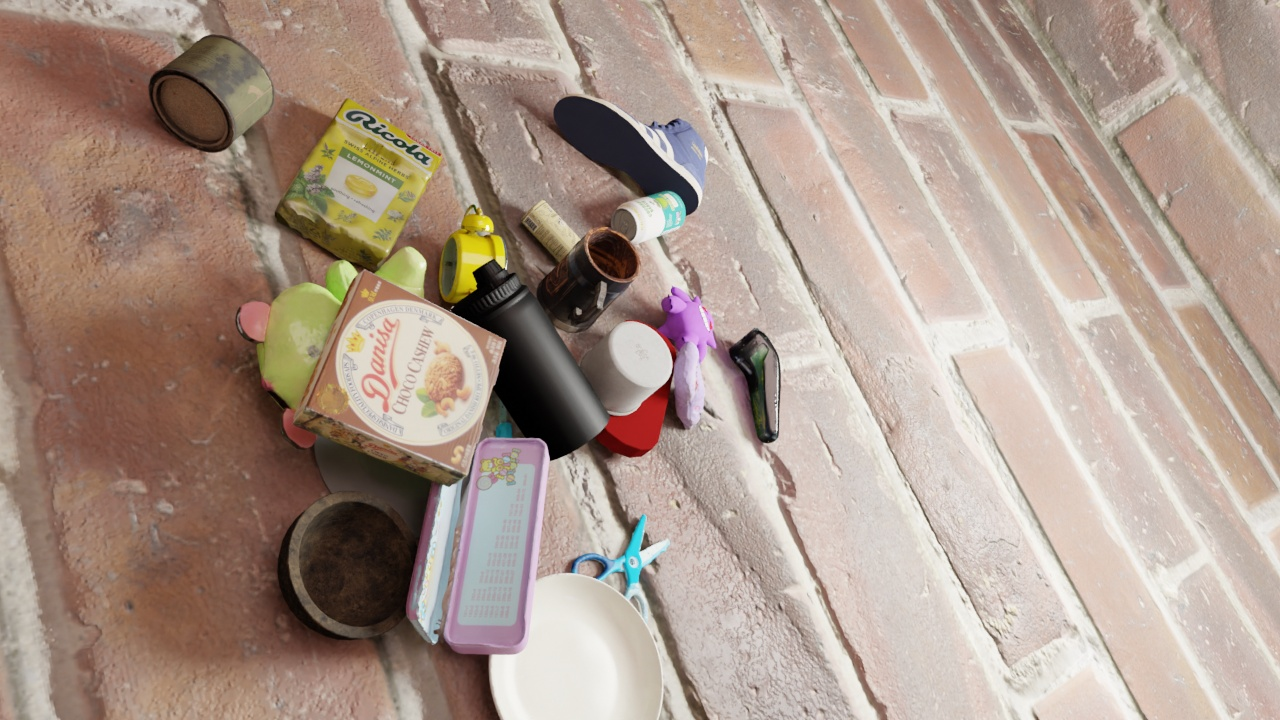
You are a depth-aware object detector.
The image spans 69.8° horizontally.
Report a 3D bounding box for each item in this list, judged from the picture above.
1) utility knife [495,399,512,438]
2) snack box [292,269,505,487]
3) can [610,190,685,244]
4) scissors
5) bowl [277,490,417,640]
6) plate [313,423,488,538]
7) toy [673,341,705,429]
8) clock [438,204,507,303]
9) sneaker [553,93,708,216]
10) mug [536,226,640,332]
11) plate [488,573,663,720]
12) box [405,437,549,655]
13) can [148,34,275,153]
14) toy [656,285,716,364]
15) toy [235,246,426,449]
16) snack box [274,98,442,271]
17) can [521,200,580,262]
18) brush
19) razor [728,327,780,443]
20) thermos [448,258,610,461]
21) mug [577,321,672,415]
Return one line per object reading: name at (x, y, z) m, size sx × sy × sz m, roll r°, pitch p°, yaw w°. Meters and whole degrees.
utility knife at (-0.138, 0.084, 0.942) m, size 0.022 × 0.015 × 0.166 m, roll 15°, pitch 55°, yaw -30°
snack box at (-0.203, 0.016, 0.793) m, size 0.147 × 0.041 × 0.142 m, roll 27°, pitch 54°, yaw -23°
can at (0.011, -0.188, 1.209) m, size 0.101 × 0.055 × 0.055 m, roll -26°, pitch 79°, yaw -44°
scissors at (-0.020, 0.209, 0.954) m, size 0.118 × 0.013 × 0.139 m, roll 31°, pitch 50°, yaw -16°
bowl at (-0.250, 0.175, 0.765) m, size 0.121 × 0.056 × 0.121 m, roll 29°, pitch 47°, yaw -37°
plate at (-0.221, 0.083, 0.882) m, size 0.178 × 0.012 × 0.178 m, roll 19°, pitch 52°, yaw -27°
toy at (0.058, 0.027, 1.082) m, size 0.036 × 0.100 × 0.080 m, roll 1°, pitch 54°, yaw 6°
clock at (-0.180, -0.109, 0.989) m, size 0.057 × 0.083 × 0.118 m, roll 6°, pitch 73°, yaw -27°
sneaker at (0.002, -0.311, 1.259) m, size 0.233 × 0.092 × 0.118 m, roll 35°, pitch 47°, yaw -12°
mug at (-0.061, -0.079, 1.044) m, size 0.080 × 0.107 × 0.115 m, roll 26°, pitch 49°, yaw -22°
plate at (-0.063, 0.291, 0.850) m, size 0.182 × 0.034 × 0.182 m, roll 19°, pitch 52°, yaw -27°
box at (-0.139, 0.145, 0.823) m, size 0.090 × 0.091 × 0.213 m, roll 1°, pitch 53°, yaw 4°
can at (-0.420, -0.261, 0.902) m, size 0.090 × 0.090 × 0.074 m, roll 35°, pitch 47°, yaw -14°
toy at (0.059, -0.044, 1.152) m, size 0.087 × 0.056 × 0.106 m, roll -12°, pitch 80°, yaw -46°
toy at (-0.273, -0.016, 0.852) m, size 0.196 × 0.107 × 0.150 m, roll -27°, pitch 93°, yaw -36°
snack box at (-0.298, -0.189, 0.979) m, size 0.121 × 0.045 × 0.180 m, roll 30°, pitch 48°, yaw -18°
can at (-0.104, -0.152, 1.109) m, size 0.079 × 0.038 × 0.038 m, roll 47°, pitch 45°, yaw -2°
brush at (-0.013, 0.034, 1.053) m, size 0.082 × 0.042 × 0.173 m, roll 30°, pitch 48°, yaw -18°
razor at (0.149, 0.033, 1.179) m, size 0.067 × 0.054 × 0.151 m, roll 7°, pitch 64°, yaw -22°
thermos at (-0.118, -0.003, 0.927) m, size 0.198 × 0.086 × 0.085 m, roll 59°, pitch 43°, yaw -15°
mug at (-0.006, 0.006, 0.996) m, size 0.113 × 0.071 × 0.084 m, roll -13°, pitch 70°, yaw -40°
